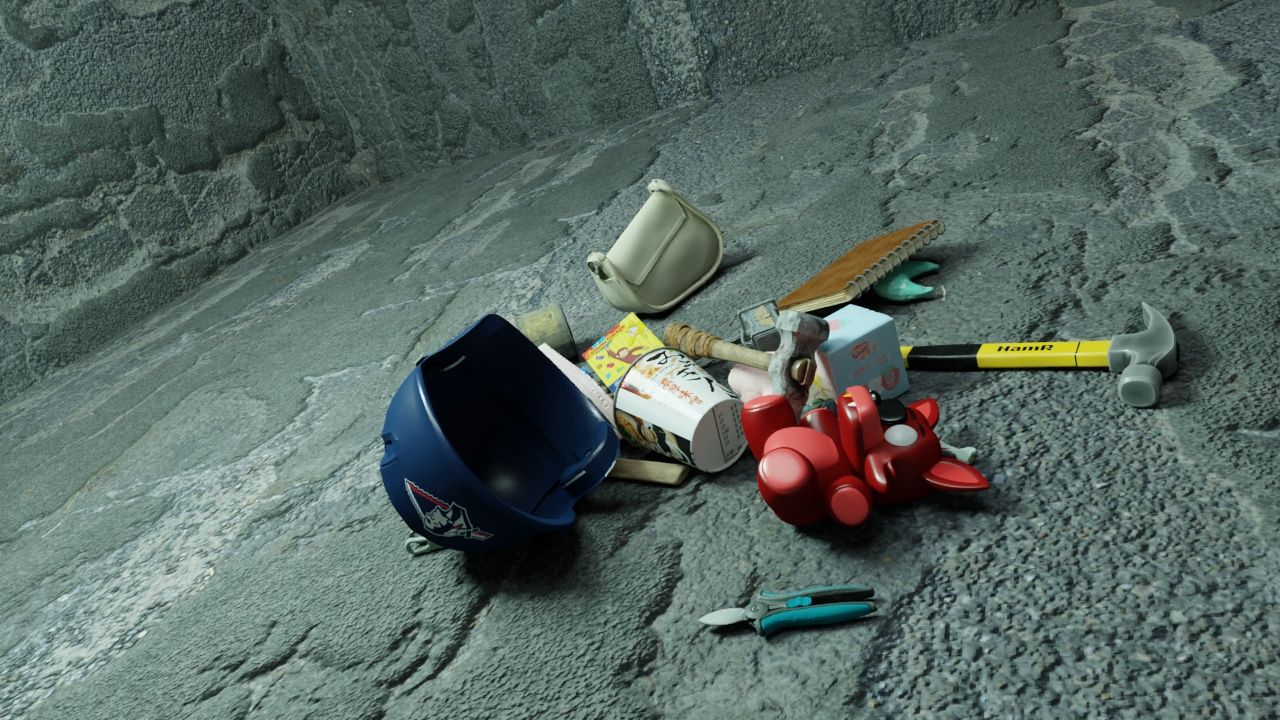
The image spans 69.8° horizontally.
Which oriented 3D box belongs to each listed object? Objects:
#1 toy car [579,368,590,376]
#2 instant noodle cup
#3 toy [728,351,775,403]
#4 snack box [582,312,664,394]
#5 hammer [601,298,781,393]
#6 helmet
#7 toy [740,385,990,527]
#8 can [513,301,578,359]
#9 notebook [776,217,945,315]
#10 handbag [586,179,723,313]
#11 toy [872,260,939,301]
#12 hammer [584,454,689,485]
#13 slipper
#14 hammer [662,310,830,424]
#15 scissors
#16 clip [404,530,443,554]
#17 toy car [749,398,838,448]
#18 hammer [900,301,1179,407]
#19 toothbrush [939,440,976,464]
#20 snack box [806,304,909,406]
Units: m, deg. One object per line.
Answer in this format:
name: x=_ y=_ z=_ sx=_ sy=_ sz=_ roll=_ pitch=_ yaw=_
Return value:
toy car: x=-0.122 y=0.016 z=1.310 sx=0.091 sy=0.062 sz=0.033 roll=-32 pitch=27 yaw=-25
instant noodle cup: x=0.053 y=0.061 z=1.026 sx=0.123 sy=0.124 sz=0.122 roll=-31 pitch=34 yaw=-23
toy: x=0.151 y=0.032 z=1.091 sx=0.108 sy=0.053 sz=0.104 roll=-7 pitch=41 yaw=27
snack box: x=-0.007 y=0.007 z=1.191 sx=0.088 sy=0.040 sz=0.126 roll=-41 pitch=42 yaw=-1
hammer: x=0.045 y=0.006 z=1.239 sx=0.322 sy=0.044 sz=0.098 roll=-21 pitch=24 yaw=3
helmet: x=-0.166 y=0.099 z=0.969 sx=0.223 sy=0.232 sz=0.272 roll=-44 pitch=14 yaw=1
toy: x=0.202 y=0.085 z=0.863 sx=0.197 sy=0.121 sz=0.158 roll=-10 pitch=26 yaw=2
can: x=-0.143 y=-0.036 z=1.404 sx=0.074 sy=0.090 sz=0.090 roll=-21 pitch=24 yaw=-4
notebook: x=0.306 y=-0.129 z=1.287 sx=0.224 sy=0.024 sz=0.168 roll=-35 pitch=11 yaw=-30
handbag: x=0.009 y=-0.171 z=1.486 sx=0.132 sy=0.184 sz=0.228 roll=2 pitch=48 yaw=44
toy: x=0.360 y=-0.111 z=1.251 sx=0.085 sy=0.033 sz=0.105 roll=-2 pitch=29 yaw=24
hammer: x=-0.083 y=0.125 z=1.109 sx=0.332 sy=0.031 sz=0.119 roll=3 pitch=33 yaw=36
slipper: x=-0.082 y=0.050 z=1.163 sx=0.064 sy=0.094 sz=0.239 roll=-46 pitch=38 yaw=-5
hammer: x=0.106 y=-0.008 z=1.084 sx=0.049 sy=0.121 sz=0.319 roll=13 pitch=2 yaw=-26
scissors: x=0.122 y=0.212 z=0.763 sx=0.136 sy=0.019 sz=0.138 roll=-28 pitch=26 yaw=-20
clip: x=-0.232 y=0.202 z=1.051 sx=0.076 sy=0.023 sz=0.044 roll=-13 pitch=23 yaw=11
toy car: x=0.169 y=0.076 z=0.998 sx=0.106 sy=0.033 sz=0.047 roll=-23 pitch=27 yaw=26
hammer: x=0.405 y=-0.008 z=1.005 sx=0.325 sy=0.034 sz=0.169 roll=-1 pitch=29 yaw=38
toothbrush: x=0.278 y=0.076 z=0.936 sx=0.022 sy=0.015 sz=0.155 roll=-57 pitch=31 yaw=-5
snack box: x=0.233 y=0.003 z=1.028 sx=0.093 sy=0.095 sz=0.079 roll=-28 pitch=25 yaw=-16
